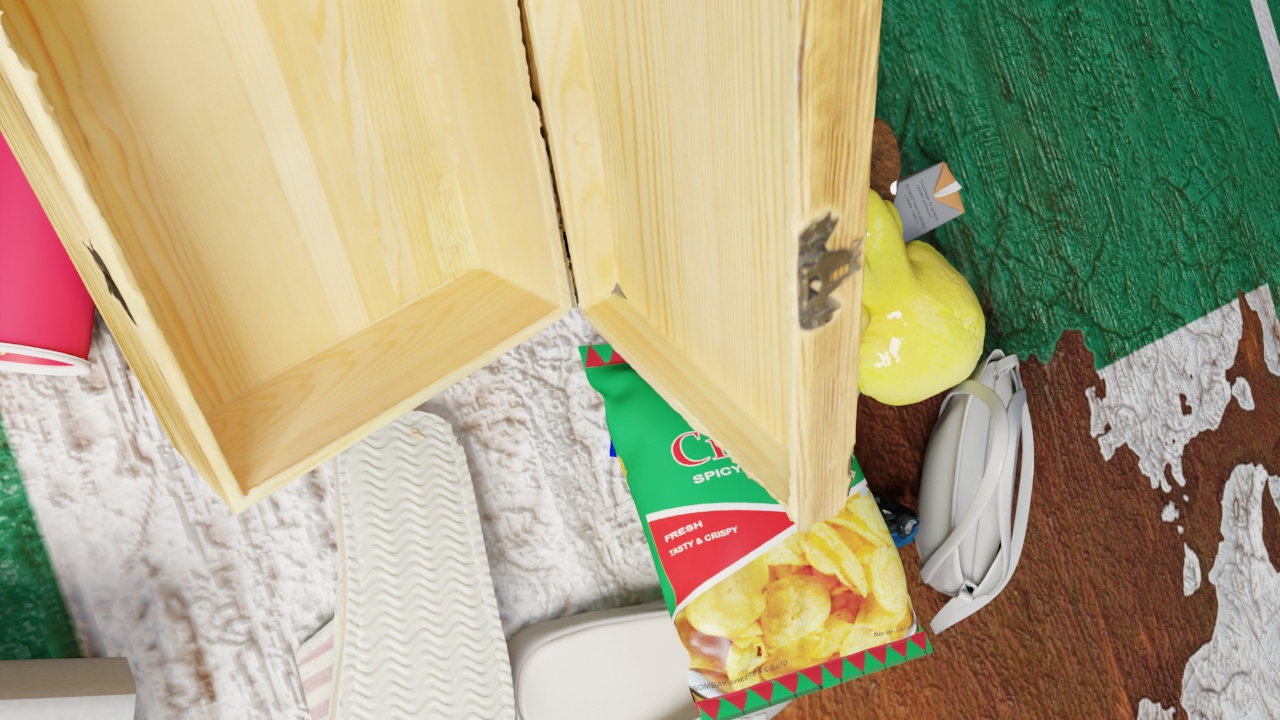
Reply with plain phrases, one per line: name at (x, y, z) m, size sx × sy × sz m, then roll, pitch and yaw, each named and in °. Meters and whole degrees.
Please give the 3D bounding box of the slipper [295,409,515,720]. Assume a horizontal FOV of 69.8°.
slipper at (-0.141, 0.159, 0.540) m, size 0.115 × 0.052 × 0.262 m, roll 1°, pitch 70°, yaw -29°

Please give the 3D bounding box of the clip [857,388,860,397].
clip at (0.162, 0.028, 0.750) m, size 0.101 × 0.058 × 0.052 m, roll -32°, pitch 83°, yaw -39°

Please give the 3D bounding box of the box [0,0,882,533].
box at (-0.064, -0.073, 0.407) m, size 0.285 × 0.335 × 0.280 m, roll -36°, pitch 134°, yaw -32°

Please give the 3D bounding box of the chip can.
chip can at (-0.304, -0.107, 0.471) m, size 0.069 × 0.069 × 0.220 m, roll 9°, pitch 77°, yaw -30°

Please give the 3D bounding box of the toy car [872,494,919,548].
toy car at (0.165, 0.139, 0.729) m, size 0.120 × 0.056 × 0.044 m, roll -11°, pitch 110°, yaw -27°

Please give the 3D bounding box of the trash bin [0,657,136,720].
trash bin at (-0.297, 0.253, 0.390) m, size 0.114 × 0.115 × 0.228 m, roll 9°, pitch 78°, yaw -30°

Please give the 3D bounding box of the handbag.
handbag at (0.267, 0.102, 0.704) m, size 0.096 × 0.223 × 0.215 m, roll 9°, pitch 74°, yaw 15°

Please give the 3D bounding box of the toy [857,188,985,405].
toy at (0.195, -0.043, 0.693) m, size 0.207 × 0.092 × 0.133 m, roll 40°, pitch 67°, yaw -34°

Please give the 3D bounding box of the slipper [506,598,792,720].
slipper at (0.034, 0.207, 0.620) m, size 0.265 × 0.081 × 0.113 m, roll 2°, pitch 78°, yaw -31°

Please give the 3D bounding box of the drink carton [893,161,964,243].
drink carton at (0.207, -0.121, 0.784) m, size 0.124 × 0.076 × 0.048 m, roll -27°, pitch 96°, yaw -27°

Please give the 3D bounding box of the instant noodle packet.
instant noodle packet at (0.079, 0.094, 0.621) m, size 0.195 × 0.091 × 0.252 m, roll -4°, pitch 62°, yaw -33°

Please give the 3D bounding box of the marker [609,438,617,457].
marker at (-0.004, 0.004, 0.663) m, size 0.027 × 0.023 × 0.133 m, roll 5°, pitch 79°, yaw -9°

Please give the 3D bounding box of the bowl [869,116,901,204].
bowl at (0.157, -0.132, 0.692) m, size 0.114 × 0.026 × 0.102 m, roll 21°, pitch 91°, yaw -53°
